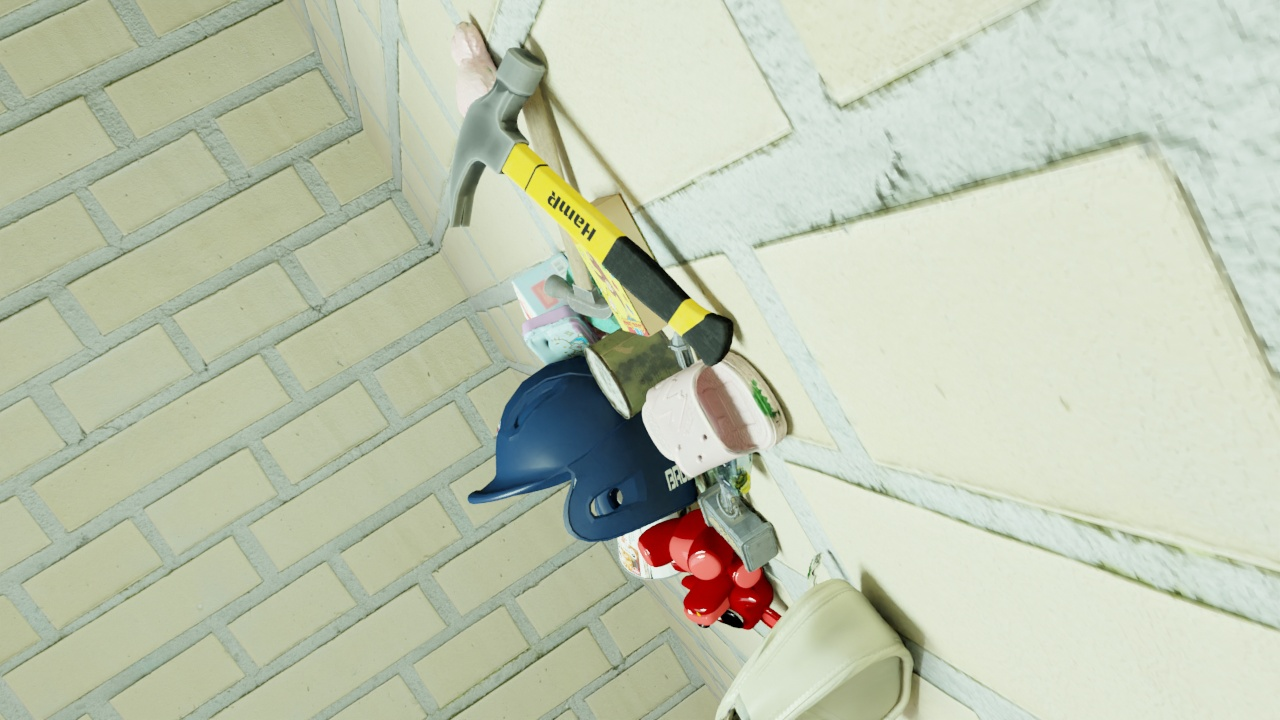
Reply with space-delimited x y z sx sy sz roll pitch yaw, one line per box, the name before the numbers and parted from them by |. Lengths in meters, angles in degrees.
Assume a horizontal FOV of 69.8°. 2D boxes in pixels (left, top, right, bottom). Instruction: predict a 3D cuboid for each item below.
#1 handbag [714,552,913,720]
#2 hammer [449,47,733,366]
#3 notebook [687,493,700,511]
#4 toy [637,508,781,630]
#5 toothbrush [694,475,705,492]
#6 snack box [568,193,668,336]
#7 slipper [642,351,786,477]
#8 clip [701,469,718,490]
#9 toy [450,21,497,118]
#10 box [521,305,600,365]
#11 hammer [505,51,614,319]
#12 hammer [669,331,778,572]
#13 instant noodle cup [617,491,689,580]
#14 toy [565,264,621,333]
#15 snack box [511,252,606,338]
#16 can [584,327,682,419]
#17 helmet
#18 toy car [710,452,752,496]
handbag | 0.154 0.293 0.859 0.132 0.184 0.229 52 -176 41
hammer | -0.045 -0.110 0.788 0.324 0.170 0.034 44 -151 17
notebook | 0.021 0.125 1.324 0.167 0.024 0.226 45 163 43
toy | 0.101 0.286 1.190 0.159 0.120 0.197 -5 124 49
toothbrush | 0.106 0.219 1.233 0.155 0.015 0.022 60 -157 -10
snack box | -0.018 -0.090 0.868 0.126 0.040 0.088 60 168 -14
slipper | 0.045 0.056 0.840 0.094 0.064 0.240 62 157 1
clip | 0.088 0.144 1.095 0.044 0.023 0.076 49 164 43
toy | -0.170 -0.294 0.953 0.108 0.053 0.105 -167 61 -76
box | -0.079 -0.002 1.176 0.214 0.076 0.033 54 -162 -60
hammer | -0.082 -0.167 0.942 0.119 0.030 0.332 27 147 31
hammer | 0.076 0.090 0.966 0.098 0.044 0.322 45 161 48
instant noodle cup | 0.016 0.220 1.285 0.123 0.123 0.122 44 154 50
toy | -0.055 -0.077 1.089 0.085 0.033 0.105 20 142 54
snack box | -0.106 -0.067 1.200 0.093 0.079 0.095 53 168 25
can | -0.006 0.006 0.989 0.090 0.074 0.090 54 167 19
helmet | -0.083 0.112 1.111 0.232 0.272 0.223 37 -151 -82
toy car | 0.089 0.082 0.898 0.048 0.033 0.105 38 144 54
